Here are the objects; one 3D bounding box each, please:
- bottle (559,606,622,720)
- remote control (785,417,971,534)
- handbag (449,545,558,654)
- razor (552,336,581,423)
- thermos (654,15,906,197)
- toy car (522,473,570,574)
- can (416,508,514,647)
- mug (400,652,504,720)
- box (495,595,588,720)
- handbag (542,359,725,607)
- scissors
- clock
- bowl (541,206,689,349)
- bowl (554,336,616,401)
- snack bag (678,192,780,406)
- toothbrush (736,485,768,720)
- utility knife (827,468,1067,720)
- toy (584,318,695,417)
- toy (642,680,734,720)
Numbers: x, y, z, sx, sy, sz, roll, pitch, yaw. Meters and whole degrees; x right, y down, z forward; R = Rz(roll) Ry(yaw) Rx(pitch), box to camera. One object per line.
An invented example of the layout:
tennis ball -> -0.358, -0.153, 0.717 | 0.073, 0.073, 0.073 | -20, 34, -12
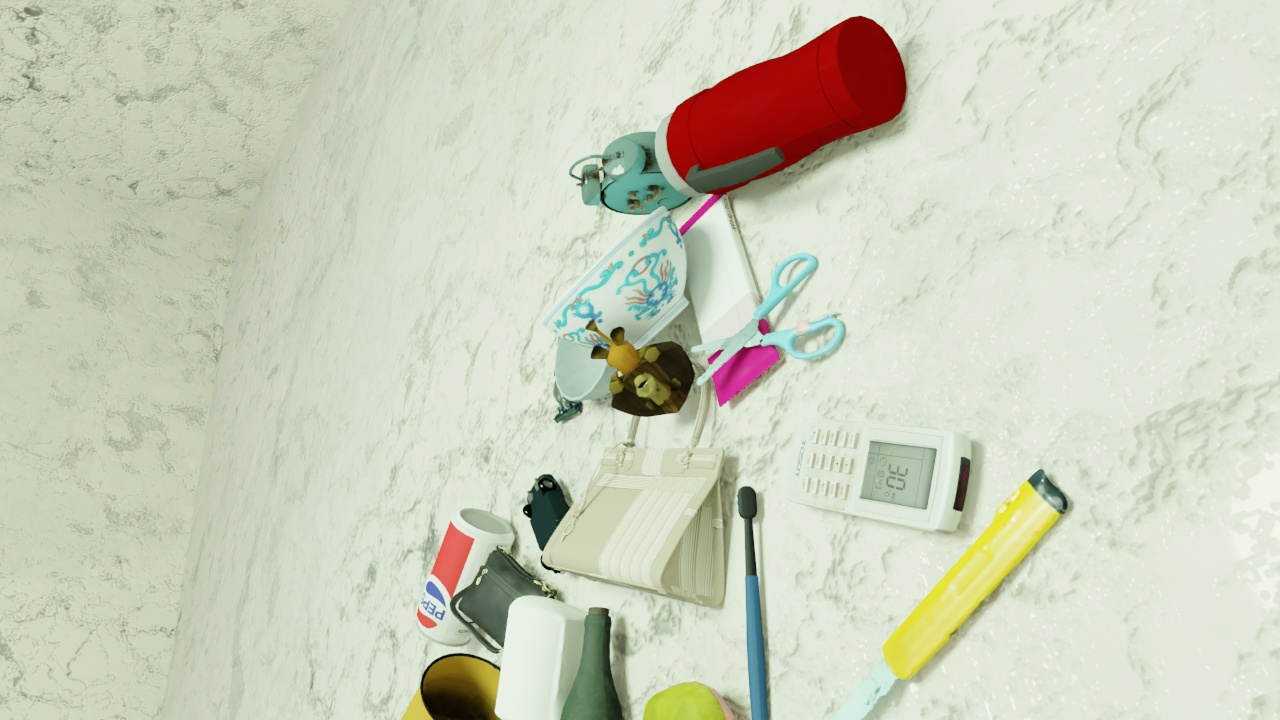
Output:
bottle -> -0.039, 0.289, 0.741 | 0.055, 0.055, 0.174 | -26, 54, 49
remote control -> 0.147, 0.070, 0.582 | 0.139, 0.025, 0.060 | 2, 77, 57
handbag -> -0.128, 0.233, 0.890 | 0.129, 0.054, 0.079 | 23, 89, 46
razor -> -0.080, -0.007, 0.963 | 0.043, 0.022, 0.144 | -30, 52, 46
thermos -> 0.096, -0.180, 0.708 | 0.199, 0.084, 0.107 | -12, 44, 52
toy car -> -0.083, 0.156, 0.884 | 0.046, 0.034, 0.112 | -59, 34, 21
can -> -0.187, 0.230, 0.976 | 0.070, 0.070, 0.132 | 35, 105, 56
mug -> -0.177, 0.350, 0.894 | 0.094, 0.100, 0.123 | -60, -6, 23
box -> -0.082, 0.279, 0.790 | 0.089, 0.080, 0.143 | 1, 77, 38
handbag -> 0.013, 0.091, 0.766 | 0.176, 0.062, 0.197 | -7, 62, 55
scissors -> 0.092, -0.035, 0.701 | 0.141, 0.015, 0.111 | -9, 63, 34
clock -> -0.007, -0.169, 0.831 | 0.090, 0.124, 0.053 | -26, 64, 49
bowl -> -0.007, -0.054, 0.782 | 0.144, 0.074, 0.144 | -43, 2, 1
bowl -> -0.039, -0.009, 0.886 | 0.107, 0.039, 0.106 | -30, 52, 48
snack bag -> 0.069, -0.058, 0.766 | 0.070, 0.016, 0.196 | -42, 44, 33
toothbrush -> 0.079, 0.171, 0.648 | 0.014, 0.014, 0.167 | 96, 174, -68
utility knife -> 0.164, 0.152, 0.527 | 0.224, 0.019, 0.030 | -55, 31, 19
toy -> -0.004, 0.004, 0.734 | 0.076, 0.100, 0.062 | -42, 25, 16
toy -> 0.036, 0.280, 0.634 | 0.090, 0.051, 0.109 | -41, 47, 44
